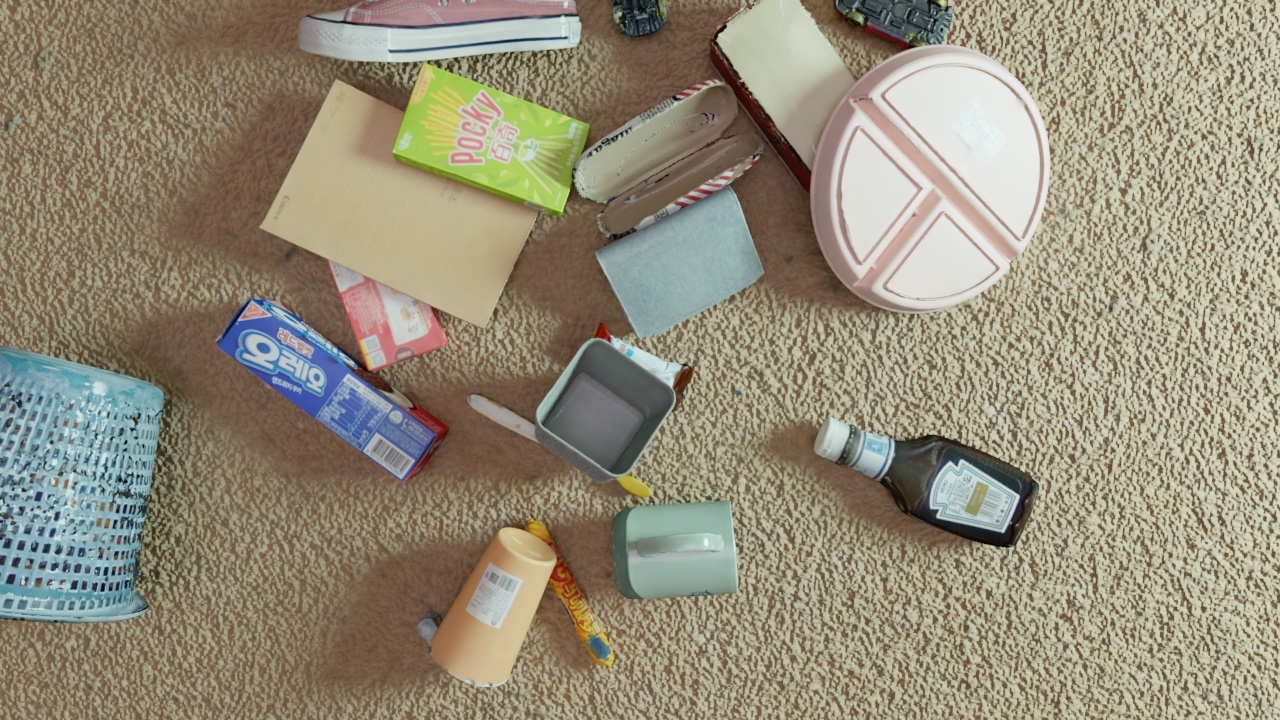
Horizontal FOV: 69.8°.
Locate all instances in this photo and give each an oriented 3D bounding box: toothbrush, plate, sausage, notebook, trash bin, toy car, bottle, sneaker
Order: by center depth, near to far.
[{"bbox_3d":[-0.506,0.096,0.769,0.226,0.227,0.195,14,80,0],"label":"trash bin"},{"bbox_3d":[0.254,-0.150,0.785,0.229,0.028,0.230,-4,106,-15],"label":"plate"},{"bbox_3d":[-0.173,-0.304,0.786,0.241,0.118,0.088,-6,110,-5],"label":"sneaker"},{"bbox_3d":[0.222,-0.310,0.815,0.106,0.031,0.049,22,92,-3],"label":"toy car"},{"bbox_3d":[-0.205,-0.138,0.817,0.211,0.012,0.149,25,84,-8],"label":"notebook"},{"bbox_3d":[-0.007,-0.342,0.817,0.049,0.031,0.105,-11,94,0],"label":"toy car"},{"bbox_3d":[0.254,0.103,0.829,0.195,0.044,0.080,21,92,1],"label":"bottle"},{"bbox_3d":[-0.075,0.078,0.847,0.191,0.018,0.016,28,90,2],"label":"toothbrush"},{"bbox_3d":[-0.066,0.216,0.849,0.021,0.021,0.165,-29,92,2],"label":"sausage"}]

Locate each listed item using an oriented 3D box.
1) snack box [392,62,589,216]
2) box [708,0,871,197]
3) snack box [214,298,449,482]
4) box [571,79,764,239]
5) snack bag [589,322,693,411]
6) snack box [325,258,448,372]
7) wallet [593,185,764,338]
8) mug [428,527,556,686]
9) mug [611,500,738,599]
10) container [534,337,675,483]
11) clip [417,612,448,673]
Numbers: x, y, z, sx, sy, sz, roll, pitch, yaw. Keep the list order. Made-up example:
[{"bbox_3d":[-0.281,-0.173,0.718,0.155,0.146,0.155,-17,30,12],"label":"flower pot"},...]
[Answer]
[{"bbox_3d":[-0.131,-0.194,0.813,0.156,0.026,0.085,19,85,-8],"label":"snack box"},{"bbox_3d":[0.140,-0.234,0.797,0.091,0.078,0.168,-37,92,2],"label":"box"},{"bbox_3d":[-0.274,0.025,0.824,0.207,0.058,0.057,36,93,-1],"label":"snack box"},{"bbox_3d":[0.021,-0.178,0.802,0.162,0.075,0.087,-30,121,5],"label":"box"},{"bbox_3d":[-0.005,0.005,0.836,0.105,0.026,0.045,26,91,-2],"label":"snack bag"},{"bbox_3d":[-0.236,-0.073,0.836,0.075,0.025,0.153,-20,92,1],"label":"snack box"},{"bbox_3d":[0.037,-0.084,0.810,0.130,0.037,0.106,-27,128,1],"label":"wallet"},{"bbox_3d":[-0.127,0.215,0.814,0.078,0.078,0.123,26,99,-1],"label":"mug"},{"bbox_3d":[0.029,0.165,0.800,0.106,0.112,0.082,-4,74,3],"label":"mug"},{"bbox_3d":[-0.036,0.049,0.787,0.090,0.114,0.090,35,74,0],"label":"container"},{"bbox_3d":[-0.185,0.262,0.854,0.025,0.035,0.058,-32,92,4],"label":"clip"}]
